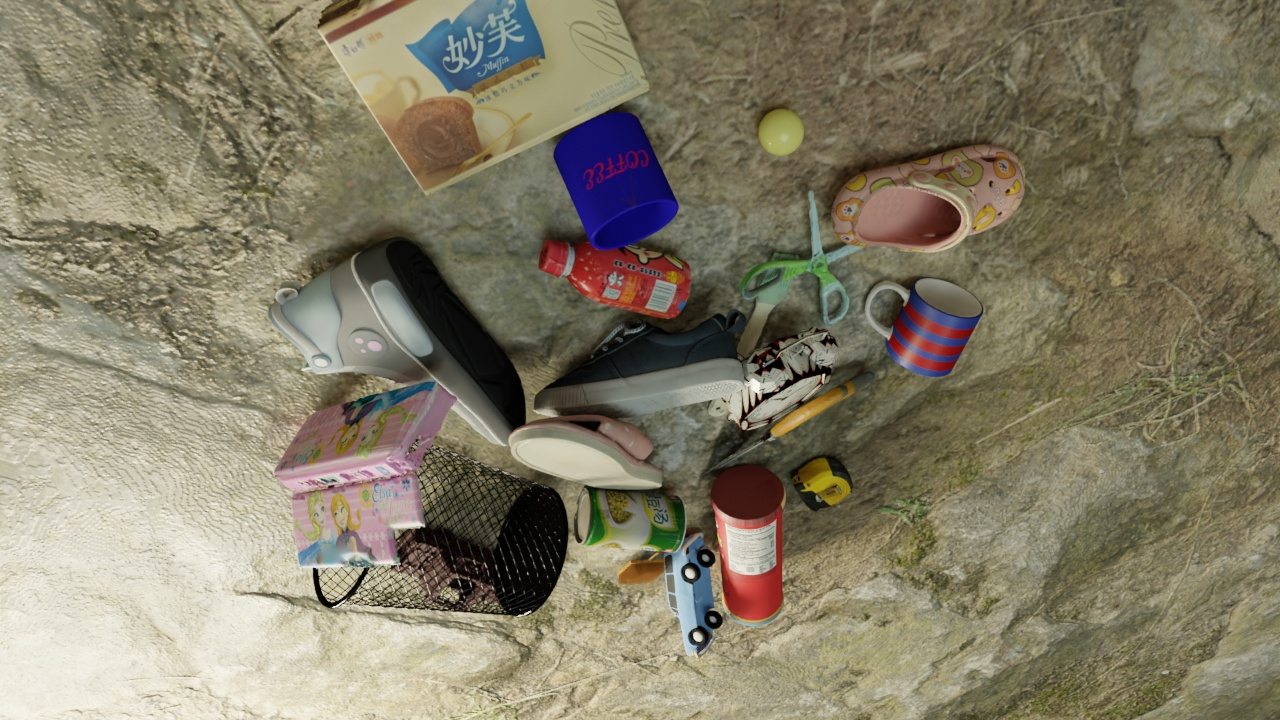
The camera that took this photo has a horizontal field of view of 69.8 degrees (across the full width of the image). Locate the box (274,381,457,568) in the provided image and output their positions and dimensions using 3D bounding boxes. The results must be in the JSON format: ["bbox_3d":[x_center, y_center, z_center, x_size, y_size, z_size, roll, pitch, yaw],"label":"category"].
[{"bbox_3d":[-0.261,0.105,0.828,0.231,0.160,0.061,-13,154,43],"label":"box"}]

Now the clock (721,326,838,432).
[{"bbox_3d":[0.138,0.007,0.934,0.114,0.065,0.155,-22,158,-22],"label":"clock"}]

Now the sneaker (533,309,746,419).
[{"bbox_3d":[-0.005,0.005,0.915,0.236,0.087,0.089,-12,163,22],"label":"sneaker"}]

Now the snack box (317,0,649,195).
[{"bbox_3d":[-0.116,-0.240,0.708,0.207,0.055,0.153,-24,129,6],"label":"snack box"}]

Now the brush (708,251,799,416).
[{"bbox_3d":[0.114,-0.021,0.966,0.033,0.012,0.218,7,127,-18],"label":"brush"}]

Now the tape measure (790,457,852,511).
[{"bbox_3d":[0.222,0.150,1.111,0.064,0.037,0.065,-30,128,12],"label":"tape measure"}]

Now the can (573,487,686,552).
[{"bbox_3d":[-0.011,0.186,1.066,0.121,0.067,0.067,8,126,-19],"label":"can"}]

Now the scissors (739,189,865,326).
[{"bbox_3d":[0.176,-0.096,0.908,0.171,0.021,0.173,-22,128,-4],"label":"scissors"}]

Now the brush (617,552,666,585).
[{"bbox_3d":[0.005,0.255,1.120,0.048,0.017,0.127,1,157,-14],"label":"brush"}]

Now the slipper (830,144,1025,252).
[{"bbox_3d":[0.279,-0.138,0.859,0.197,0.081,0.093,-11,132,-10],"label":"slipper"}]

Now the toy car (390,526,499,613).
[{"bbox_3d":[-0.205,0.252,1.079,0.169,0.061,0.070,28,118,-30],"label":"toy car"}]

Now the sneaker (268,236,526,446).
[{"bbox_3d":[-0.225,0.007,0.871,0.160,0.092,0.257,-19,132,13],"label":"sneaker"}]

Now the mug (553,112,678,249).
[{"bbox_3d":[-0.020,-0.145,0.781,0.079,0.083,0.111,-23,168,-2],"label":"mug"}]

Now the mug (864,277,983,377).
[{"bbox_3d":[0.288,-0.041,0.958,0.112,0.074,0.076,19,125,5],"label":"mug"}]

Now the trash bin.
[{"bbox_3d":[-0.201,0.178,0.954,0.210,0.184,0.184,20,121,-33],"label":"trash bin"}]

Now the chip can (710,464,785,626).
[{"bbox_3d":[0.135,0.231,1.125,0.087,0.087,0.214,-12,131,-4],"label":"chip can"}]

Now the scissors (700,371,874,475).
[{"bbox_3d":[0.156,0.073,1.003,0.225,0.016,0.175,-33,171,13],"label":"scissors"}]

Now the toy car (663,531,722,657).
[{"bbox_3d":[0.064,0.292,1.146,0.055,0.056,0.153,-1,103,30],"label":"toy car"}]

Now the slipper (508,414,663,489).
[{"bbox_3d":[-0.047,0.090,0.940,0.114,0.054,0.274,-3,162,18],"label":"slipper"}]

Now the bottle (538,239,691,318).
[{"bbox_3d":[-0.025,-0.081,0.852,0.137,0.062,0.062,13,124,-22],"label":"bottle"}]

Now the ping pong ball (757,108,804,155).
[{"bbox_3d":[0.123,-0.200,0.805,0.040,0.040,0.040,-6,129,-8],"label":"ping pong ball"}]
